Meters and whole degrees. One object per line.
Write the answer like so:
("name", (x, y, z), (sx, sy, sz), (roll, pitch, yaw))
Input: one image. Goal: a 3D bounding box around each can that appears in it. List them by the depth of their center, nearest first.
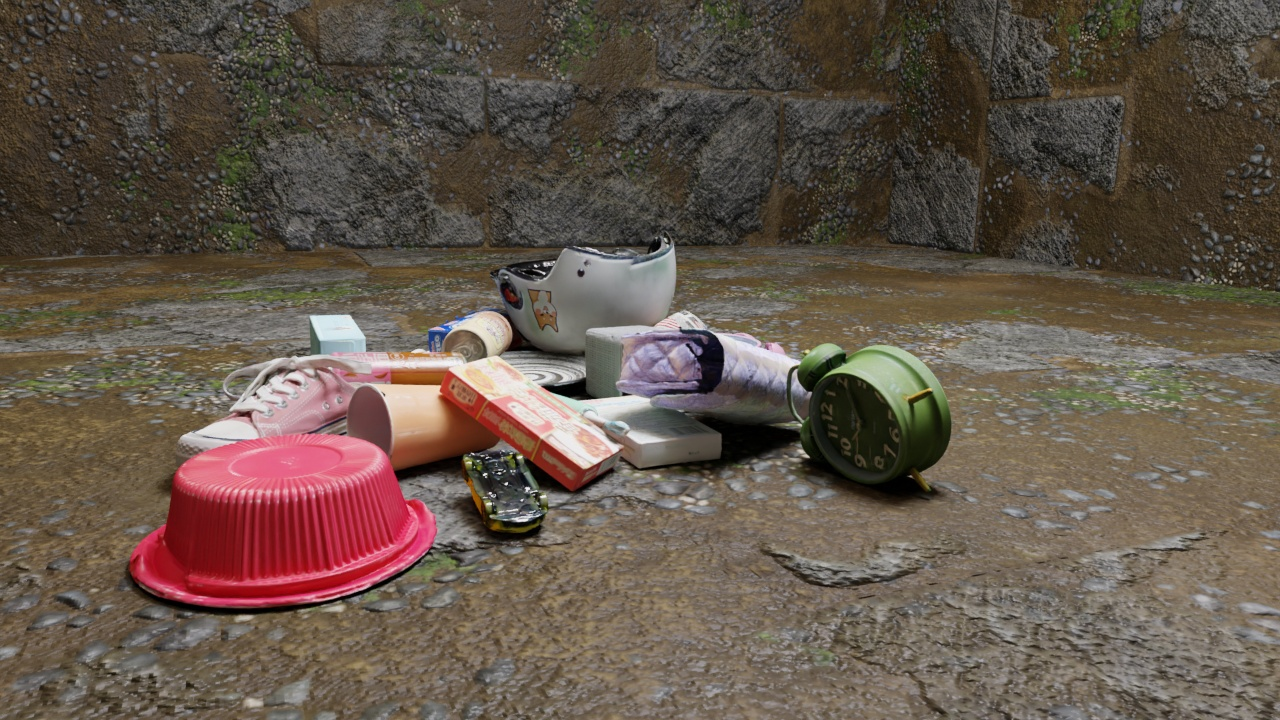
("can", (-0.262, 0.020, 0.984), (0.147, 0.058, 0.058), (-1, 12, -25))
("can", (-0.193, -0.021, 1.091), (0.058, 0.058, 0.116), (2, 13, 5))

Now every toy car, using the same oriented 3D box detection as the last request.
("toy car", (-0.104, 0.101, 0.694), (0.048, 0.032, 0.105), (-4, 24, -24))

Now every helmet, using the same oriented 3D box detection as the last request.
("helmet", (-0.071, -0.077, 1.256), (0.275, 0.157, 0.229), (-7, 6, 43))

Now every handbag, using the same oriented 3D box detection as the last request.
("handbag", (0.077, 0.019, 0.888), (0.134, 0.075, 0.193), (-1, -9, 39))

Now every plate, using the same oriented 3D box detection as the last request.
("plate", (-0.137, 0.017, 1.117), (0.179, 0.024, 0.179), (1, 13, 0))

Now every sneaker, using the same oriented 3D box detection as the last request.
("sneaker", (-0.315, 0.039, 0.829), (0.118, 0.088, 0.240), (6, 12, 22))

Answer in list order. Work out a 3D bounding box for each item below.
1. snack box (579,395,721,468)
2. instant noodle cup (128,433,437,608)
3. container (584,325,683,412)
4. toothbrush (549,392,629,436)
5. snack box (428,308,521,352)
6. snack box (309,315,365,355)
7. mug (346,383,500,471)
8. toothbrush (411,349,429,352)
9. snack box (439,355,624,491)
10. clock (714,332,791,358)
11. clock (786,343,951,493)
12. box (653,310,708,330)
("snack box", (0.004, 0.065, 0.886), (0.084, 0.027, 0.157), (-4, 13, -25))
("instant noodle cup", (-0.238, 0.097, 0.622), (0.194, 0.066, 0.193), (2, 11, 0))
("container", (-0.006, 0.006, 1.026), (0.090, 0.090, 0.114), (-4, 10, -26))
("toothbrush", (-0.066, 0.051, 0.895), (0.027, 0.026, 0.225), (23, -6, -29))
("snack box", (-0.222, -0.031, 1.253), (0.057, 0.058, 0.207), (4, 12, 12))
("snack box", (-0.353, -0.004, 1.069), (0.051, 0.074, 0.175), (-3, 13, -23))
("mug", (-0.186, 0.056, 0.811), (0.122, 0.078, 0.078), (-3, 11, -45))
("toothbrush", (-0.288, 0.004, 1.158), (0.026, 0.027, 0.220), (41, 13, -2))
("snack box", (-0.094, 0.051, 0.795), (0.153, 0.025, 0.075), (34, 22, 17))
("clock", (0.112, 0.002, 1.124), (0.158, 0.060, 0.117), (-2, 13, -26))
("clock", (0.189, 0.045, 0.794), (0.056, 0.116, 0.161), (-20, 24, -34))
("box", (0.058, -0.032, 1.227), (0.075, 0.083, 0.163), (17, 14, 17))
